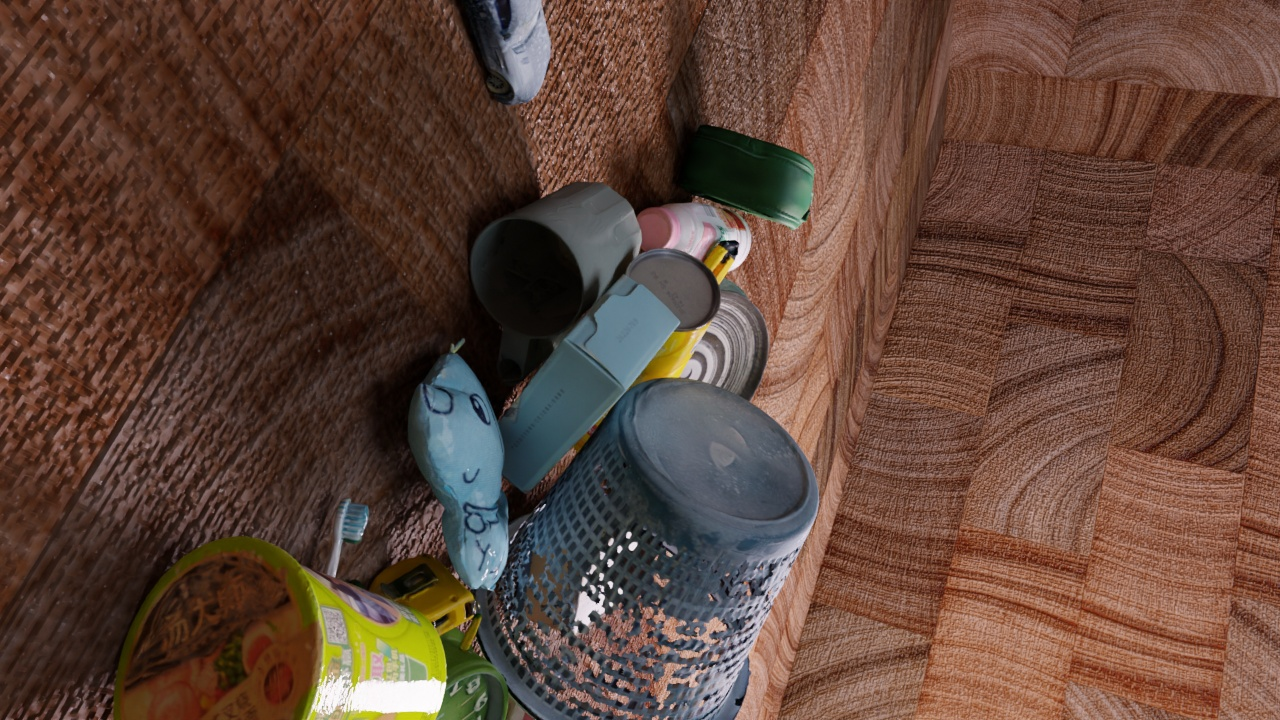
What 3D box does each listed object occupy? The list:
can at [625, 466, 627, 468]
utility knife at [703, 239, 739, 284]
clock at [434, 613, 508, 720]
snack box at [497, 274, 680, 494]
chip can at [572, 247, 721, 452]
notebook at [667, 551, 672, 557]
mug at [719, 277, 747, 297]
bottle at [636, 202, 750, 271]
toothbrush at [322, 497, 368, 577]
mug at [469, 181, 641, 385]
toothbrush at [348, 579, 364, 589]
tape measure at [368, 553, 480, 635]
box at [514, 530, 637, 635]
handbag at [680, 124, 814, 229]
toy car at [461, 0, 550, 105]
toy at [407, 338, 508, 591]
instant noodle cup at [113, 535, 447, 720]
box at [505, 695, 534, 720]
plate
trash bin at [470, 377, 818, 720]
[{"bbox_3d":[0.022,0.110,0.976,0.134,0.053,0.053,-44,142,-55],"label":"can"},{"bbox_3d":[0.028,-0.027,0.867,0.215,0.015,0.033,-54,143,1],"label":"utility knife"},{"bbox_3d":[-0.139,0.245,0.592,0.115,0.056,0.161,-29,130,-45],"label":"clock"},{"bbox_3d":[-0.047,0.021,0.622,0.074,0.051,0.175,-52,-176,-41],"label":"snack box"},{"bbox_3d":[-0.004,0.004,0.707,0.071,0.072,0.214,-61,178,-35],"label":"chip can"},{"bbox_3d":[0.055,0.102,0.964,0.211,0.012,0.149,-22,88,-57],"label":"notebook"},{"bbox_3d":[0.074,-0.022,0.964,0.111,0.082,0.106,37,62,-28],"label":"mug"},{"bbox_3d":[0.048,-0.119,0.886,0.196,0.068,0.068,-11,113,-66],"label":"bottle"},{"bbox_3d":[-0.190,0.186,0.510,0.026,0.027,0.224,52,51,-86],"label":"toothbrush"},{"bbox_3d":[-0.059,-0.056,0.638,0.103,0.084,0.124,-48,157,-55],"label":"mug"},{"bbox_3d":[-0.177,0.218,0.586,0.017,0.012,0.186,-35,135,-52],"label":"toothbrush"},{"bbox_3d":[-0.140,0.147,0.572,0.057,0.060,0.029,-22,128,-36],"label":"tape measure"},{"bbox_3d":[-0.049,0.184,0.833,0.184,0.061,0.090,0,102,-67],"label":"box"},{"bbox_3d":[0.111,-0.183,0.925,0.068,0.131,0.120,-70,164,8],"label":"handbag"},{"bbox_3d":[-0.079,-0.210,0.551,0.121,0.037,0.054,78,32,-54],"label":"toy car"},{"bbox_3d":[-0.111,0.067,0.585,0.161,0.050,0.156,67,15,-74],"label":"toy"},{"bbox_3d":[-0.156,0.150,0.436,0.123,0.112,0.111,42,63,-59],"label":"instant noodle cup"},{"bbox_3d":[-0.116,0.336,0.677,0.077,0.092,0.168,40,57,-21],"label":"box"},{"bbox_3d":[0.043,0.010,0.870,0.179,0.024,0.180,-17,127,-25],"label":"plate"},{"bbox_3d":[0.016,0.128,0.650,0.225,0.226,0.196,-42,163,-56],"label":"trash bin"}]
